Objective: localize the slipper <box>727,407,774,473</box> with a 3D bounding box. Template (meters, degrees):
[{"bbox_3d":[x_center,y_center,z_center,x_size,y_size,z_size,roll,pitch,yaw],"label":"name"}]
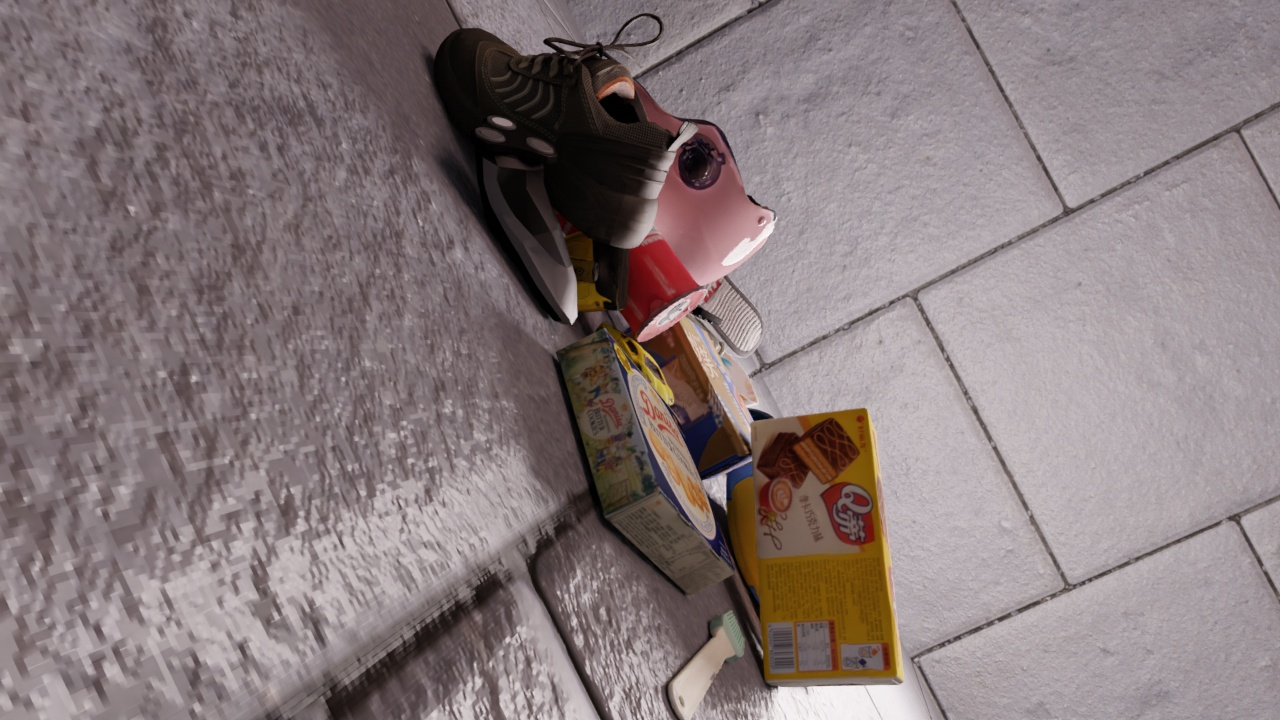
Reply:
[{"bbox_3d":[0.134,0.097,1.151,0.263,0.082,0.101,53,14,-39],"label":"slipper"}]

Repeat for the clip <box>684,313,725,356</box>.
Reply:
[{"bbox_3d":[0.080,-0.028,1.129,0.078,0.023,0.049,47,14,33],"label":"clip"}]

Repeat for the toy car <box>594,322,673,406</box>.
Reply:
[{"bbox_3d":[-0.004,0.004,0.760,0.049,0.030,0.107,45,3,-44],"label":"toy car"}]

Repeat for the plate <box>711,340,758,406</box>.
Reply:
[{"bbox_3d":[0.066,-0.016,1.139,0.187,0.016,0.186,39,12,-11],"label":"plate"}]

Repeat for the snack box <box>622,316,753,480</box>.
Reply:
[{"bbox_3d":[0.056,0.040,0.928,0.155,0.069,0.202,63,9,11],"label":"snack box"}]

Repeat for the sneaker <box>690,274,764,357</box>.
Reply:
[{"bbox_3d":[0.051,-0.103,1.273,0.263,0.096,0.129,43,-21,-21],"label":"sneaker"}]

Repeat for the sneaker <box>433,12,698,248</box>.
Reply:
[{"bbox_3d":[-0.055,-0.208,0.687,0.238,0.143,0.100,44,27,18],"label":"sneaker"}]

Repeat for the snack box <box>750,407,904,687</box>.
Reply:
[{"bbox_3d":[0.161,0.163,0.802,0.061,0.110,0.229,46,39,-59],"label":"snack box"}]

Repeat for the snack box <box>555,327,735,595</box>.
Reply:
[{"bbox_3d":[0.004,0.072,0.643,0.144,0.043,0.145,52,14,-49],"label":"snack box"}]

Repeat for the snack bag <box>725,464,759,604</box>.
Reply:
[{"bbox_3d":[0.160,0.219,0.934,0.159,0.102,0.205,46,35,-59],"label":"snack bag"}]

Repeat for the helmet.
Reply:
[{"bbox_3d":[0.006,-0.179,0.989,0.255,0.152,0.230,50,-7,-30],"label":"helmet"}]

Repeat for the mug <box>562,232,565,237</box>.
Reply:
[{"bbox_3d":[-0.045,-0.119,0.860,0.087,0.081,0.114,56,41,-1],"label":"mug"}]

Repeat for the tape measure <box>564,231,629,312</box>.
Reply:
[{"bbox_3d":[-0.042,-0.071,0.736,0.037,0.064,0.065,-7,102,-72],"label":"tape measure"}]

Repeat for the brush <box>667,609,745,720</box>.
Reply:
[{"bbox_3d":[0.046,0.199,0.607,0.033,0.012,0.217,64,11,10],"label":"brush"}]

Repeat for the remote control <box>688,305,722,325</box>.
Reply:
[{"bbox_3d":[0.025,-0.060,0.879,0.030,0.009,0.140,26,2,-40],"label":"remote control"}]

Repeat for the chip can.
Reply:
[{"bbox_3d":[-0.040,-0.130,0.792,0.233,0.073,0.073,54,8,10],"label":"chip can"}]

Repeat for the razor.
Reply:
[{"bbox_3d":[-0.078,-0.095,0.656,0.057,0.060,0.156,-76,158,-59],"label":"razor"}]
